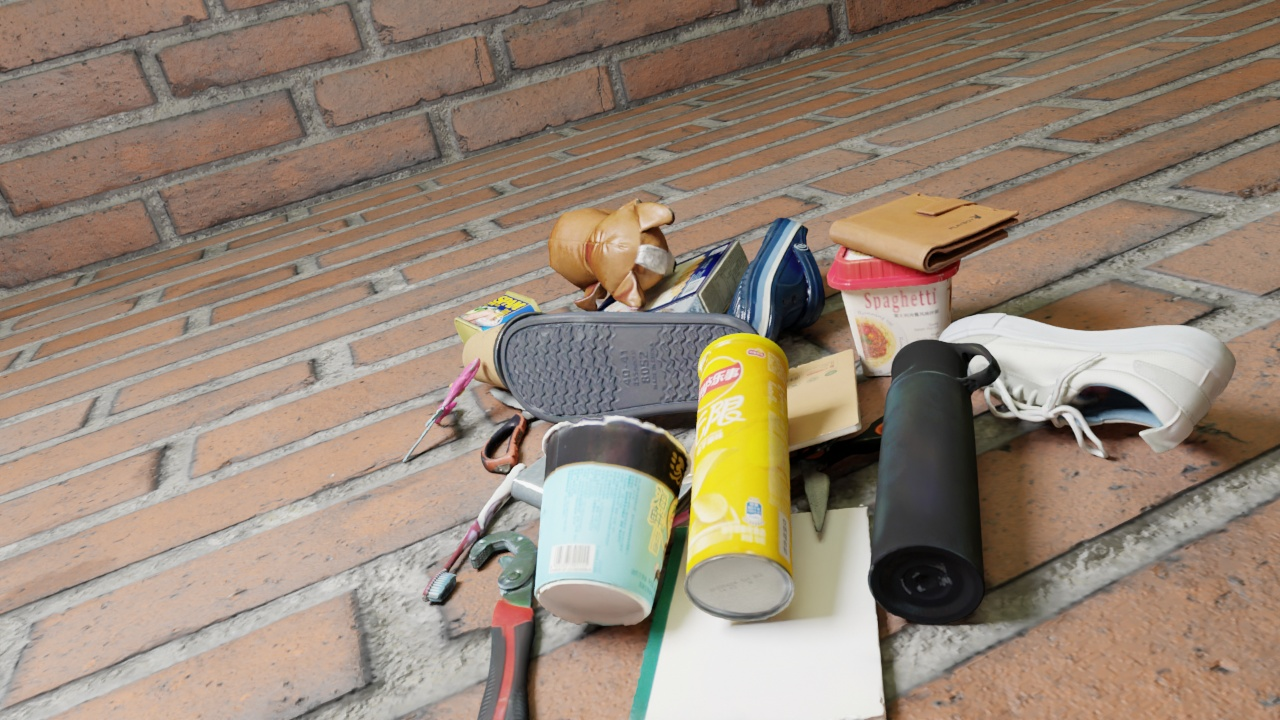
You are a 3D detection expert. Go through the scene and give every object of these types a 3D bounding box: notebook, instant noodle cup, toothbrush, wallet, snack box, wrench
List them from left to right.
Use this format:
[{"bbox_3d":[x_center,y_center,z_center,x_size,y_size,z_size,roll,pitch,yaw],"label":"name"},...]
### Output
[{"bbox_3d":[-0.134,0.142,0.783,0.017,0.016,0.187,3,28,18],"label":"toothbrush"},{"bbox_3d":[-0.094,0.196,0.636,0.056,0.016,0.273,-15,23,-2],"label":"wrench"},{"bbox_3d":[-0.024,0.118,0.644,0.111,0.111,0.120,-6,52,19],"label":"instant noodle cup"},{"bbox_3d":[-0.025,0.107,0.764,0.130,0.037,0.106,18,34,29],"label":"wallet"},{"bbox_3d":[0.023,-0.062,1.060,0.183,0.046,0.177,-21,18,29],"label":"snack box"},{"bbox_3d":[0.081,0.092,0.713,0.189,0.018,0.014,-26,14,-16],"label":"toothbrush"},{"bbox_3d":[0.081,0.165,0.610,0.150,0.012,0.208,-9,23,15],"label":"notebook"},{"bbox_3d":[0.117,0.043,0.798,0.148,0.008,0.207,-20,12,16],"label":"notebook"},{"bbox_3d":[0.247,-0.057,0.873,0.116,0.124,0.116,-2,27,25],"label":"instant noodle cup"},{"bbox_3d":[0.249,-0.117,0.813,0.107,0.031,0.132,-23,26,-16],"label":"wallet"}]

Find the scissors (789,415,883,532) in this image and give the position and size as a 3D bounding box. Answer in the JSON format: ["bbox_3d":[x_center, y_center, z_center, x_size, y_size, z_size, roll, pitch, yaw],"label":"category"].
[{"bbox_3d":[0.152,0.074,0.760,0.221,0.022,0.232,-17,21,-7],"label":"scissors"}]

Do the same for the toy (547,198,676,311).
[{"bbox_3d":[-0.024,-0.122,1.060,0.130,0.140,0.200,10,1,-25],"label":"toy"}]

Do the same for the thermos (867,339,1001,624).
[{"bbox_3d":[0.210,0.065,0.643,0.090,0.068,0.241,-38,16,35],"label":"thermos"}]

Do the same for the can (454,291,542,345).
[{"bbox_3d":[-0.179,-0.042,1.174,0.083,0.057,0.102,-29,27,-25],"label":"can"}]

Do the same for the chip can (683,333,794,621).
[{"bbox_3d":[0.072,0.074,0.649,0.072,0.072,0.212,-8,40,14],"label":"chip can"}]

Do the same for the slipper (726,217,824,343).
[{"bbox_3d":[0.152,-0.068,1.003,0.095,0.105,0.252,20,38,6],"label":"slipper"}]

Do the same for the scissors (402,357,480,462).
[{"bbox_3d":[-0.211,0.053,0.972,0.133,0.017,0.135,-56,7,-17],"label":"scissors"}]

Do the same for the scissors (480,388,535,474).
[{"bbox_3d":[-0.110,0.057,0.962,0.223,0.015,0.188,9,33,45],"label":"scissors"}]

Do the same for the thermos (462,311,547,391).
[{"bbox_3d":[-0.139,-0.006,1.004,0.092,0.093,0.143,-29,16,-30],"label":"thermos"}]

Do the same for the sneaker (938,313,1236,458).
[{"bbox_3d":[0.323,0.022,0.718,0.090,0.089,0.242,-55,25,-13],"label":"sneaker"}]

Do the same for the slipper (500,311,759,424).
[{"bbox_3d":[-0.005,0.005,0.895,0.268,0.110,0.083,-2,2,19],"label":"slipper"}]
